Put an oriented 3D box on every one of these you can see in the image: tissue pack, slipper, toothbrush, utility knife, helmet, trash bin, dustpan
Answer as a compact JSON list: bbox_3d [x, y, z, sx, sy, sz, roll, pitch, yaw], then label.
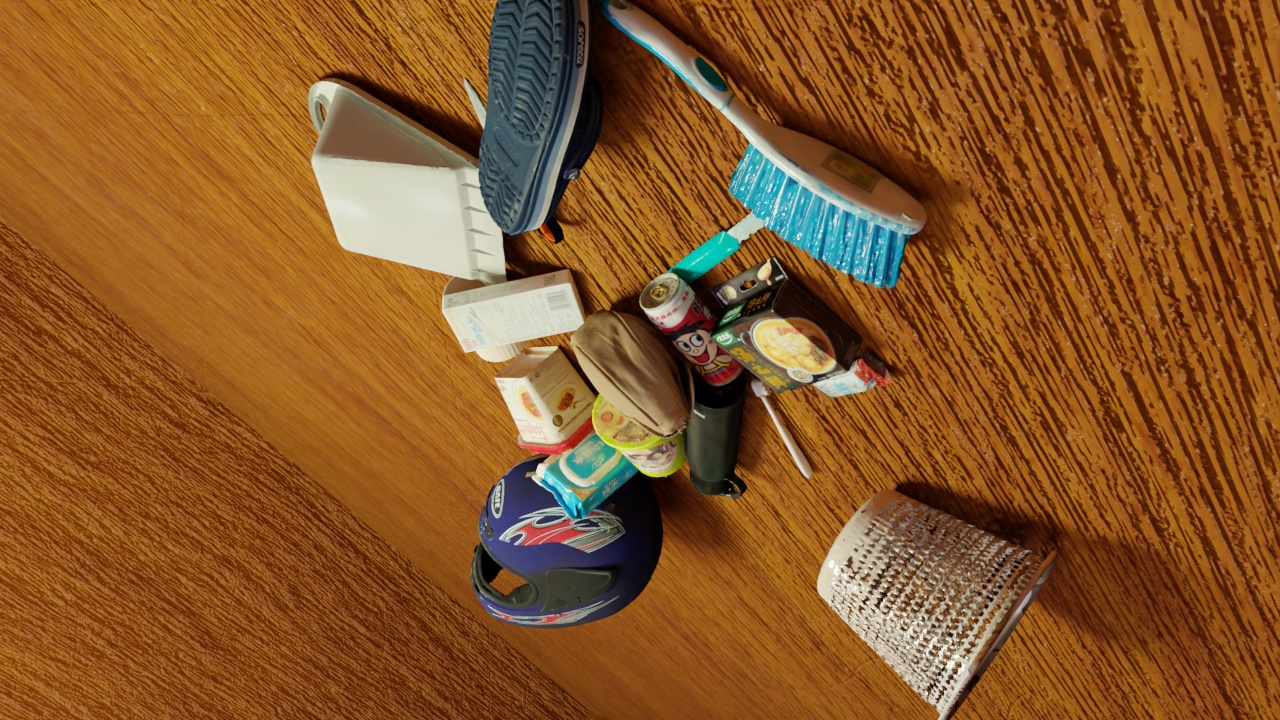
[{"bbox_3d":[-0.071,0.149,1.277,0.090,0.139,0.063,42,156,23],"label":"tissue pack"},{"bbox_3d":[-0.074,-0.213,0.778,0.105,0.095,0.253,49,141,26],"label":"slipper"},{"bbox_3d":[0.172,0.083,1.087,0.016,0.016,0.180,1,137,38],"label":"toothbrush"},{"bbox_3d":[0.074,-0.106,0.892,0.029,0.013,0.220,41,154,-9],"label":"utility knife"},{"bbox_3d":[-0.126,0.257,1.396,0.315,0.246,0.241,-12,128,4],"label":"helmet"},{"bbox_3d":[0.315,0.255,1.023,0.192,0.227,0.228,34,156,29],"label":"trash bin"},{"bbox_3d":[-0.273,-0.216,1.062,0.258,0.142,0.223,8,151,0],"label":"dustpan"}]

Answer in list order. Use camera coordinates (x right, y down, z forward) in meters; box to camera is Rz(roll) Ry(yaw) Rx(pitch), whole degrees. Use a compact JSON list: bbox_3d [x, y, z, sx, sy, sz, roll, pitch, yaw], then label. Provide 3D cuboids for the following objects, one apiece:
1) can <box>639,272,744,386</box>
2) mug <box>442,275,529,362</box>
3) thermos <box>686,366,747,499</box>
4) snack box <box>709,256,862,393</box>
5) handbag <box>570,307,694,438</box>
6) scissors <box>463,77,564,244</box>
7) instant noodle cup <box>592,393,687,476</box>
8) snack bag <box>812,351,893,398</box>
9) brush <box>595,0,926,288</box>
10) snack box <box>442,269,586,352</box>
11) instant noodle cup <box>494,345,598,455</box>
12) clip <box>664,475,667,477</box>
[{"bbox_3d":[0.056,-0.032,0.971,0.053,0.053,0.133,2,145,46],"label":"can"},{"bbox_3d":[-0.180,-0.062,1.180,0.115,0.081,0.106,-8,142,11],"label":"mug"},{"bbox_3d":[0.099,0.095,1.126,0.090,0.068,0.243,36,156,24],"label":"thermos"},{"bbox_3d":[0.136,-0.030,0.914,0.125,0.053,0.113,36,153,-16],"label":"snack box"},{"bbox_3d":[-0.006,0.006,1.026,0.148,0.100,0.204,49,178,-10],"label":"handbag"},{"bbox_3d":[-0.119,-0.189,0.907,0.139,0.021,0.235,45,169,6],"label":"scissors"},{"bbox_3d":[0.010,0.091,1.186,0.112,0.111,0.123,18,156,28],"label":"instant noodle cup"},{"bbox_3d":[0.208,0.019,0.933,0.045,0.026,0.105,33,155,-18],"label":"snack bag"},{"bbox_3d":[0.089,-0.176,0.730,0.314,0.060,0.110,32,147,9],"label":"brush"},{"bbox_3d":[-0.150,-0.058,1.103,0.157,0.026,0.085,-11,142,5],"label":"snack box"},{"bbox_3d":[-0.129,0.052,1.270,0.117,0.116,0.124,-1,125,49],"label":"instant noodle cup"},{"bbox_3d":[0.006,0.127,1.318,0.100,0.034,0.074,30,154,18],"label":"clip"}]
